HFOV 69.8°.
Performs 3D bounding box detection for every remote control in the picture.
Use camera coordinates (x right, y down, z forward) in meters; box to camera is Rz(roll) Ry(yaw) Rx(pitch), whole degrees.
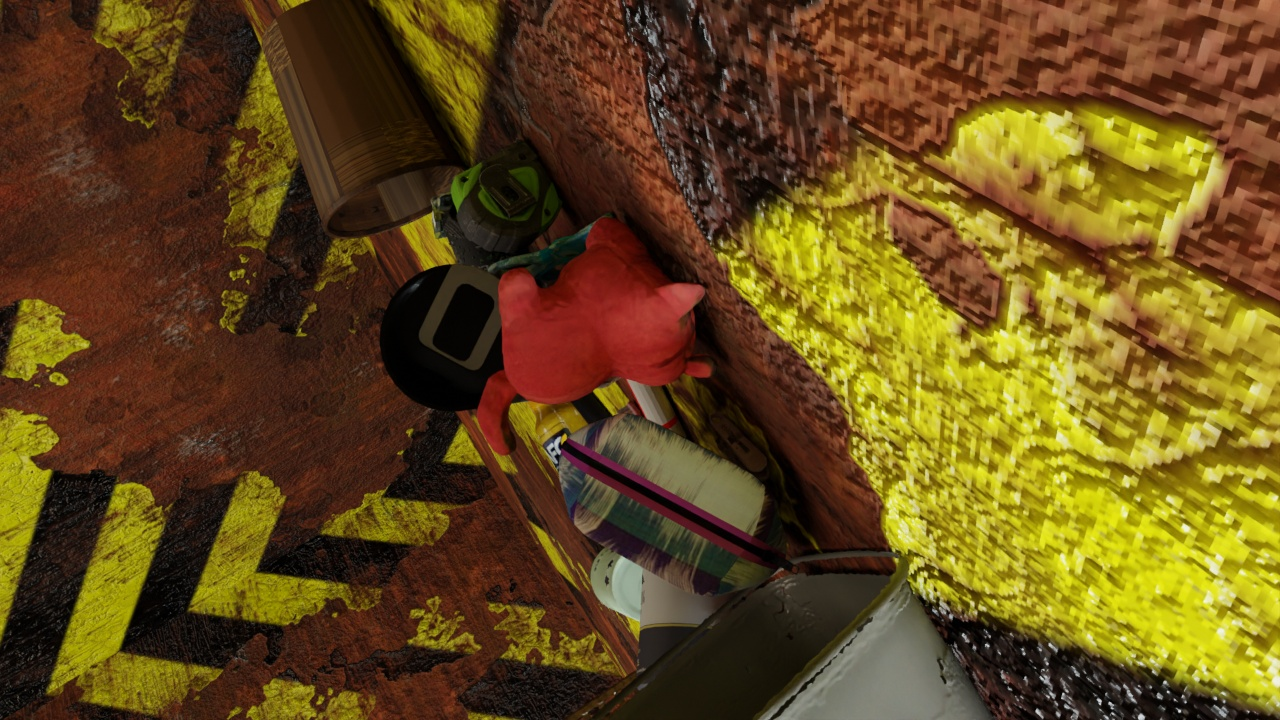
[{"bbox_3d":[-0.031,0.059,0.815,0.136,0.015,0.032,47,162,40],"label":"remote control"}]

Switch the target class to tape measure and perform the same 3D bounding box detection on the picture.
[{"bbox_3d":[-0.082,-0.100,0.571,0.058,0.065,0.036,50,152,0],"label":"tape measure"}]

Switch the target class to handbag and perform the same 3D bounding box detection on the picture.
[{"bbox_3d":[0.021,0.084,0.540,0.144,0.068,0.170,27,175,8],"label":"handbag"}]

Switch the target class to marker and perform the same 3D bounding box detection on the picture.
[{"bbox_3d":[-0.003,0.004,0.598,0.145,0.019,0.019,63,166,-14],"label":"marker"}]

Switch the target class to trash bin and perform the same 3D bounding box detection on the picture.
[{"bbox_3d":[0.092,0.237,0.424,0.220,0.197,0.198,52,164,4],"label":"trash bin"}]

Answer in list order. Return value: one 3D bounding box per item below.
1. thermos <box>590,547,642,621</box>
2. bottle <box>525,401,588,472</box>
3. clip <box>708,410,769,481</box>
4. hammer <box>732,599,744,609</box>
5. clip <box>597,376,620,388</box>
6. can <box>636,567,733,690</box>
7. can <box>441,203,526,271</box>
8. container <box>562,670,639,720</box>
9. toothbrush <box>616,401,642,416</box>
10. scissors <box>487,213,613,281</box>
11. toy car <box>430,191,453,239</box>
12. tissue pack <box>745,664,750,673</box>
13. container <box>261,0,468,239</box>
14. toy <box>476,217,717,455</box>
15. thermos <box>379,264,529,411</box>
[{"bbox_3d":[-0.004,0.225,0.946,0.082,0.082,0.232,58,166,5],"label":"thermos"},{"bbox_3d":[-0.062,0.089,0.903,0.186,0.053,0.053,57,166,10],"label":"bottle"},{"bbox_3d":[0.055,0.052,0.514,0.052,0.014,0.041,54,165,29],"label":"clip"},{"bbox_3d":[0.148,0.317,0.699,0.300,0.028,0.111,58,167,6],"label":"hammer"},{"bbox_3d":[-0.030,0.009,0.663,0.024,0.039,0.060,57,161,15],"label":"clip"},{"bbox_3d":[0.032,0.172,0.640,0.064,0.064,0.127,91,-178,-65],"label":"can"},{"bbox_3d":[-0.122,-0.075,0.773,0.054,0.054,0.138,48,162,40],"label":"can"},{"bbox_3d":[0.041,0.446,0.931,0.214,0.219,0.252,58,166,4],"label":"container"},{"bbox_3d":[0.022,0.091,0.696,0.135,0.016,0.022,59,166,3],"label":"toothbrush"},{"bbox_3d":[-0.047,-0.068,0.562,0.135,0.066,0.015,-24,69,62],"label":"scissors"},{"bbox_3d":[-0.160,-0.133,0.807,0.105,0.048,0.033,157,102,-76],"label":"toy car"},{"bbox_3d":[0.130,0.274,0.586,0.182,0.070,0.112,57,168,9],"label":"tissue pack"},{"bbox_3d":[-0.242,-0.210,0.789,0.167,0.132,0.132,65,166,3],"label":"container"},{"bbox_3d":[-0.027,-0.003,0.464,0.094,0.132,0.088,37,165,37],"label":"toy"},{"bbox_3d":[-0.096,-0.011,0.621,0.082,0.082,0.240,59,-177,3],"label":"thermos"}]
